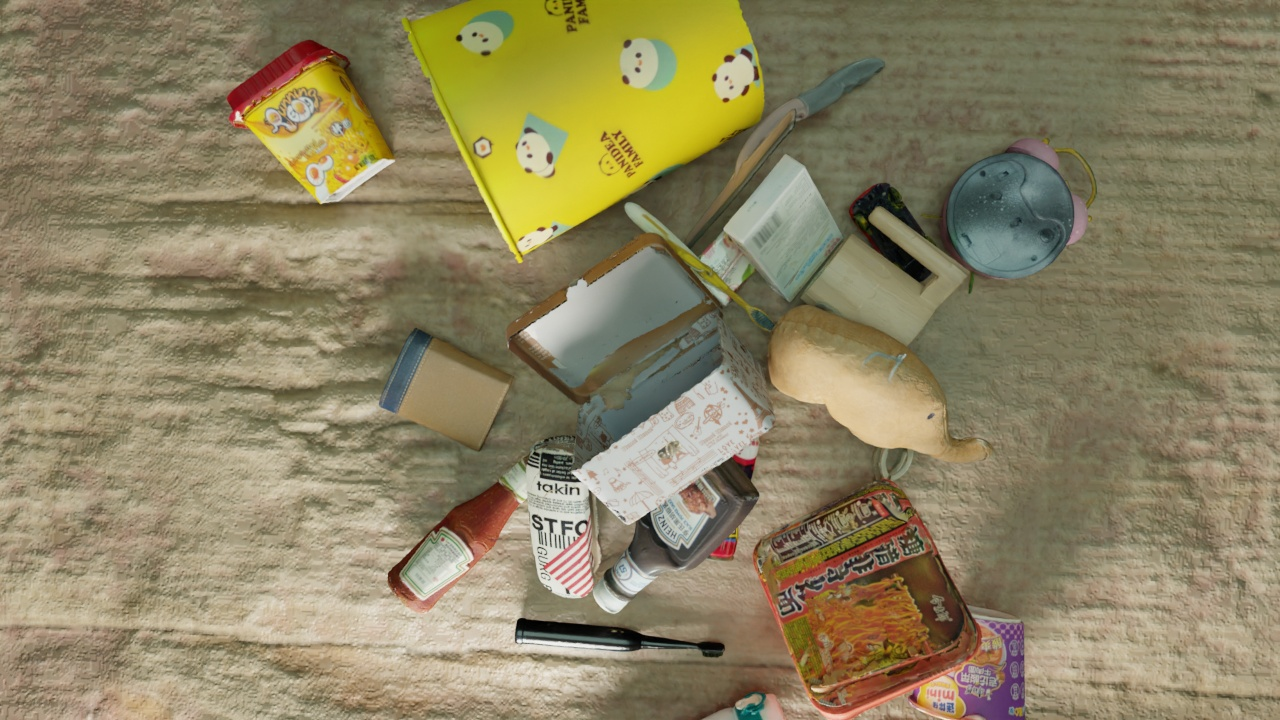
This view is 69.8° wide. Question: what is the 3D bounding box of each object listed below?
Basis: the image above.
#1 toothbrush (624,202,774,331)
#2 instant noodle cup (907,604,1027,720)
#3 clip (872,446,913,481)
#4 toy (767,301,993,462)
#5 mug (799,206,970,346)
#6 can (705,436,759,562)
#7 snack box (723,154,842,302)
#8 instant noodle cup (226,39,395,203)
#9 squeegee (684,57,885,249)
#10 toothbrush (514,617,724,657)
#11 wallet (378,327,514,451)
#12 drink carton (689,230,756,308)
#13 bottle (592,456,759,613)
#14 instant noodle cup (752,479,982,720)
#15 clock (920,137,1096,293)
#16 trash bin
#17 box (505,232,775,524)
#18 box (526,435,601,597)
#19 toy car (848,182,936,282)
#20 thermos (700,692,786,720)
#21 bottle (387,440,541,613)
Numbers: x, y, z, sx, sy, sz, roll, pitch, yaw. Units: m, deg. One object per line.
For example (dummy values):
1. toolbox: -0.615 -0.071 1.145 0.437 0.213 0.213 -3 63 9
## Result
1. toothbrush: 0.058 -0.085 0.858 0.191 0.018 0.016 38 93 -18
2. instant noodle cup: 0.319 0.289 0.879 0.111 0.111 0.099 9 84 2
3. clip: 0.259 0.077 0.907 0.061 0.034 0.097 23 85 2
4. toy: 0.217 0.029 0.837 0.226 0.143 0.082 32 74 16
5. mug: 0.226 -0.071 0.863 0.103 0.084 0.125 38 130 3
6. can: 0.080 0.127 0.905 0.053 0.053 0.133 12 93 2
7. snack box: 0.135 -0.117 0.845 0.027 0.156 0.085 41 94 28
8. instant noodle cup: -0.309 -0.225 0.886 0.116 0.116 0.123 -34 102 3
9. squeegee: 0.146 -0.224 0.849 0.040 0.248 0.249 47 65 1
10. toothbrush: -0.021 0.285 0.933 0.212 0.026 0.027 5 127 1
11. wallet: -0.196 0.030 0.926 0.115 0.033 0.090 25 96 0
12. drink carton: 0.103 -0.114 0.897 0.053 0.045 0.122 41 93 1
13. bottle: 0.026 0.169 0.878 0.195 0.044 0.080 -49 62 21
14. instant noodle cup: 0.212 0.226 0.862 0.165 0.079 0.188 -28 54 11
15. clock: 0.360 -0.145 0.877 0.158 0.060 0.117 -31 90 5
16. trash bin: -0.045 -0.244 0.818 0.255 0.229 0.229 -26 91 -2
17. box: -0.006 0.003 0.836 0.183 0.156 0.192 -36 112 15
18. box: -0.075 0.149 0.906 0.075 0.080 0.164 1 113 16
19. toy car: 0.248 -0.122 0.897 0.049 0.031 0.106 -40 103 2
20. thermos: 0.043 0.401 0.913 0.224 0.073 0.073 -27 91 3
21. bottle: -0.163 0.162 0.918 0.206 0.060 0.060 -45 90 -3
